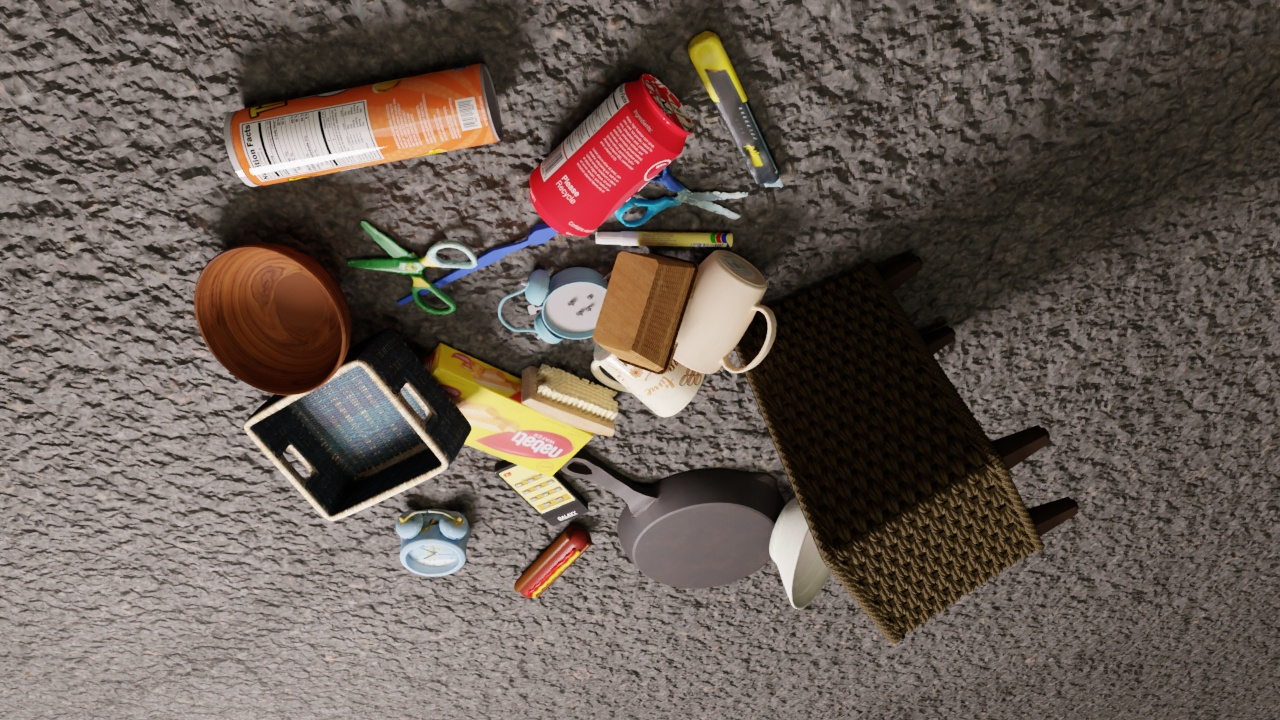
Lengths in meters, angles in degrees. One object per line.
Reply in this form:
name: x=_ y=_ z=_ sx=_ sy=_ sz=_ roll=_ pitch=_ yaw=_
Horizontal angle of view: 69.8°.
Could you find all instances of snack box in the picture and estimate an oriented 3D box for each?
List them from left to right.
snack box: x=-0.157 y=0.059 z=1.017 sx=0.200 sy=0.042 sz=0.092 roll=26 pitch=127 yaw=-28

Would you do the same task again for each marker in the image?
marker: x=0.023 y=-0.117 z=0.886 sx=0.132 sy=0.014 sz=0.014 roll=0 pitch=134 yaw=-7

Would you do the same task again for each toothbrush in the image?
toothbrush: x=-0.161 y=-0.094 z=0.893 sx=0.187 sy=0.011 sz=0.016 roll=-22 pitch=133 yaw=18

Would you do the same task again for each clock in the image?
clock: x=-0.261 y=0.223 z=1.158 sx=0.089 sy=0.051 sz=0.125 roll=1 pitch=134 yaw=-6
clock: x=-0.081 y=-0.053 z=0.917 sx=0.123 sy=0.042 sz=0.087 roll=-10 pitch=135 yaw=1

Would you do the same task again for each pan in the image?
pan: x=0.038 y=0.204 z=1.181 sx=0.356 sy=0.043 sz=0.249 roll=32 pitch=123 yaw=-32

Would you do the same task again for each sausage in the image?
sausage: x=-0.118 y=0.273 z=1.233 sx=0.040 sy=0.040 sz=0.156 roll=23 pitch=128 yaw=-26

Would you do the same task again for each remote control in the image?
remote control: x=-0.121 y=0.159 z=1.139 sx=0.058 sy=0.013 sz=0.133 roll=-25 pitch=132 yaw=16

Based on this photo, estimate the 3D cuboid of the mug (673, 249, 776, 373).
mug: x=0.083 y=-0.042 z=0.906 sx=0.085 sy=0.111 sz=0.104 roll=-14 pitch=142 yaw=-56

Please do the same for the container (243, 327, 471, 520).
container: x=-0.290 y=0.068 z=0.948 sx=0.188 sy=0.071 sz=0.145 roll=-25 pitch=111 yaw=27

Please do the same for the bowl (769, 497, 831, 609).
bowl: x=0.212 y=0.227 z=1.185 sx=0.058 sy=0.176 sz=0.177 roll=21 pitch=144 yaw=31

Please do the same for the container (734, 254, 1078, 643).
container: x=0.247 y=0.064 z=0.890 sx=0.205 sy=0.320 sz=0.176 roll=-30 pitch=131 yaw=12

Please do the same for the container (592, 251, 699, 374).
container: x=0.002 y=-0.050 z=0.869 sx=0.061 sy=0.063 sz=0.114 roll=15 pitch=93 yaw=-55

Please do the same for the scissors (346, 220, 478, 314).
scissors: x=-0.213 y=-0.095 z=0.874 sx=0.120 sy=0.012 sz=0.128 roll=-31 pitch=124 yaw=22

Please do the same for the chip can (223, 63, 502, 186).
chip can: x=-0.223 y=-0.191 z=0.749 sx=0.210 sy=0.062 sz=0.062 roll=-10 pitch=135 yaw=3

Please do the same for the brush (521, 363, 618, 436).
brush: x=-0.073 y=0.041 z=1.004 sx=0.117 sy=0.049 sz=0.039 roll=24 pitch=129 yaw=-27

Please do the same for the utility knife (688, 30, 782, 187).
utility knife: x=0.087 y=-0.211 z=0.801 sx=0.029 sy=0.020 sz=0.171 roll=-23 pitch=134 yaw=17

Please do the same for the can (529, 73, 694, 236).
can: x=-0.027 y=-0.172 z=0.784 sx=0.143 sy=0.074 sz=0.074 roll=-38 pitch=127 yaw=27

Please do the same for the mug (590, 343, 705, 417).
mug: x=-0.006 y=0.006 z=0.976 sx=0.097 sy=0.080 sz=0.122 roll=34 pitch=149 yaw=-25

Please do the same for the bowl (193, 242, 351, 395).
bowl: x=-0.332 y=-0.048 z=0.862 sx=0.147 sy=0.068 sz=0.147 roll=4 pitch=115 yaw=9

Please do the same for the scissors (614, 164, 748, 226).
scissors: x=0.044 y=-0.161 z=0.848 sx=0.135 sy=0.015 sz=0.086 roll=-1 pitch=133 yaw=-8
